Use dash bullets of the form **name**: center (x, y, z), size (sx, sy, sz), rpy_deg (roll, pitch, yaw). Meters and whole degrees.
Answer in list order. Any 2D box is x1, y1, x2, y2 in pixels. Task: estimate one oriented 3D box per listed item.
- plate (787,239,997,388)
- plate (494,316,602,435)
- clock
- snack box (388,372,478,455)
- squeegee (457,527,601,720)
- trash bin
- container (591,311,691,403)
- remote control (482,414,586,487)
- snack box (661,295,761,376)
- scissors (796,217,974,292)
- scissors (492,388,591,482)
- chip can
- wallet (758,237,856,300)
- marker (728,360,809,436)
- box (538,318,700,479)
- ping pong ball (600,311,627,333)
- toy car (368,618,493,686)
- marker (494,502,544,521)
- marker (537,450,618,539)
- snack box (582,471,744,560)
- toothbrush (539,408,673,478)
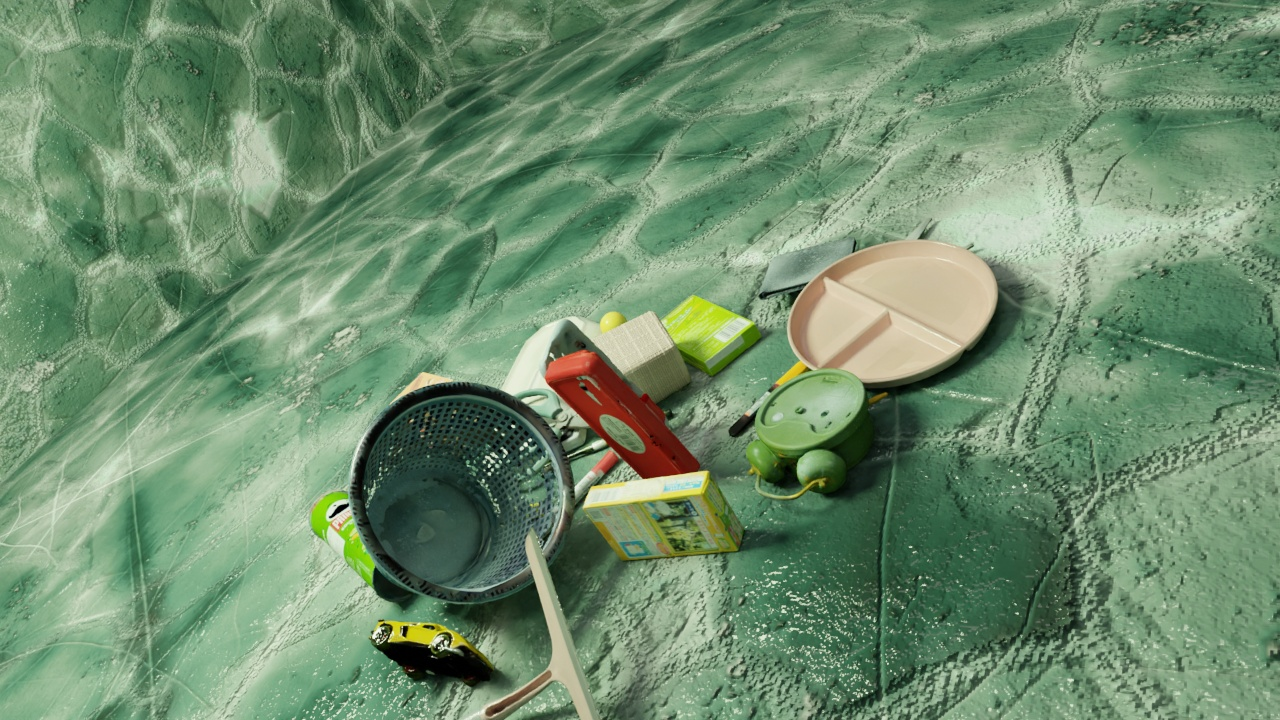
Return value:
- **plate**: center (0.278, -0.052, 1.022), size (0.230, 0.028, 0.229), rpy_deg (-18, 39, 15)
- **plate**: center (-0.137, 0.017, 1.325), size (0.162, 0.034, 0.264), rpy_deg (-15, 34, 28)
- **clock**: center (0.171, 0.078, 0.924), size (0.116, 0.056, 0.160), rpy_deg (5, 46, 47)
- **snack box**: center (-0.292, 0.081, 1.314), size (0.094, 0.093, 0.076), rpy_deg (9, 49, 49)
- **squeegee**: center (-0.140, 0.323, 0.843), size (0.250, 0.040, 0.247), rpy_deg (-36, 57, 18)
- **trash bin**: center (-0.206, 0.161, 0.987), size (0.225, 0.226, 0.196), rpy_deg (-53, 4, -32)
- **container**: center (-0.007, 0.007, 1.152), size (0.111, 0.090, 0.090), rpy_deg (-29, 46, -2)
- **remote control**: center (-0.139, 0.115, 1.192), size (0.150, 0.021, 0.058), rpy_deg (-27, 30, 10)
- **snack box**: center (0.081, -0.035, 1.207), size (0.085, 0.026, 0.156), rpy_deg (-39, 31, -12)
- **scissors**: center (0.287, -0.106, 1.124), size (0.234, 0.022, 0.220), rpy_deg (-7, 38, 38)
- **scissors**: center (-0.134, 0.098, 1.172), size (0.171, 0.019, 0.180), rpy_deg (4, 52, 35)
- **chip can**: center (-0.350, 0.232, 1.166), size (0.072, 0.072, 0.236), rpy_deg (-44, 32, -21)
- **wallet**: center (0.216, -0.118, 1.179), size (0.121, 0.019, 0.097), rpy_deg (-14, 28, 28)
- **marker**: center (0.146, 0.044, 1.041), size (0.123, 0.015, 0.018), rpy_deg (-41, 29, -11)
- **box**: center (-0.014, 0.041, 0.998), size (0.103, 0.201, 0.100), rpy_deg (-13, 41, 41)
- **ping pong ball**: center (-0.038, -0.050, 1.327), size (0.040, 0.040, 0.040), rpy_deg (-23, 31, 15)
- **toy car**: center (-0.211, 0.297, 0.939), size (0.156, 0.071, 0.041), rpy_deg (-5, 43, 35)
- **marker**: center (-0.165, 0.188, 1.114), size (0.124, 0.015, 0.018), rpy_deg (-13, 31, 32)
- **marker**: center (-0.079, 0.160, 1.073), size (0.145, 0.017, 0.017), rpy_deg (-45, 32, -21)
- **snack box**: center (0.022, 0.157, 0.912), size (0.141, 0.087, 0.033), rpy_deg (-11, 36, 32)
- **toothbrush**: center (-0.044, 0.103, 1.131), size (0.186, 0.012, 0.017), rpy_deg (-25, 36, 12)
